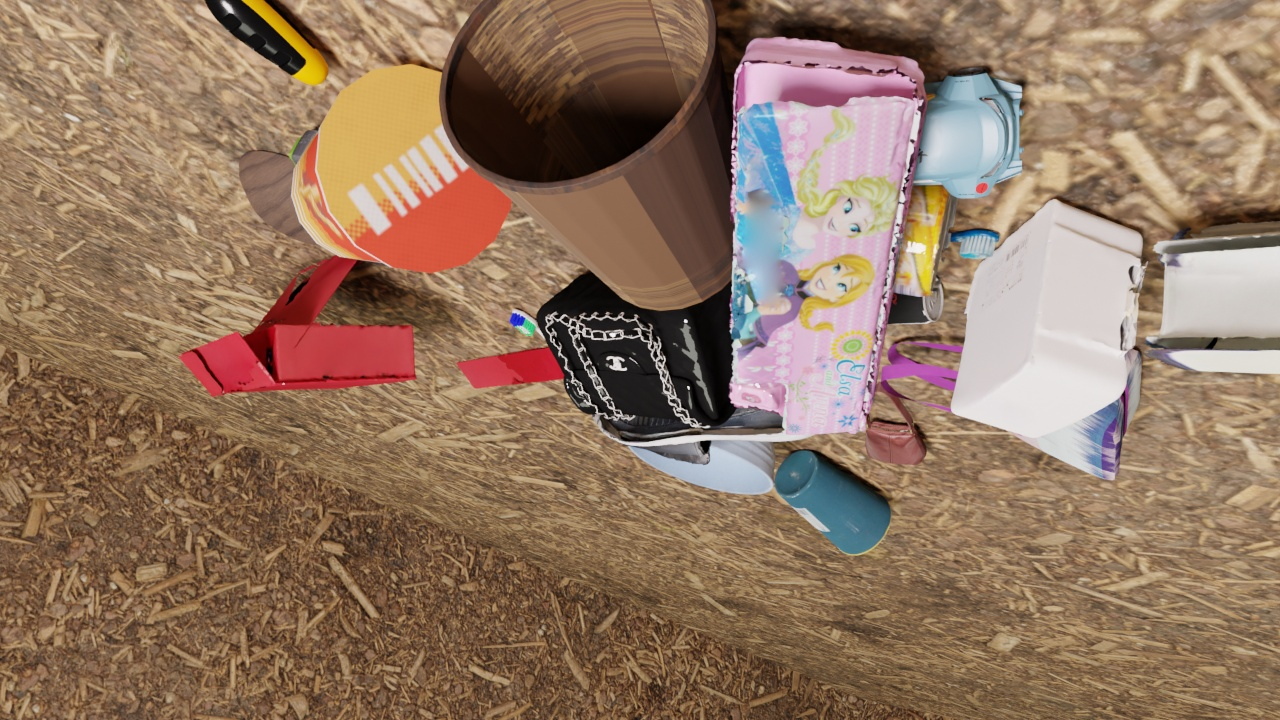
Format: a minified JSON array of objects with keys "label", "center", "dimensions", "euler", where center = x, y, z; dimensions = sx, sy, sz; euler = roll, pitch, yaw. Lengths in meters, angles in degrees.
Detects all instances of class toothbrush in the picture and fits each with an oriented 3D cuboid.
[{"label":"toothbrush","center":[-0.261,-0.229,0.524],"dimensions":[0.031,0.030,0.196],"euler":[-7,145,41]},{"label":"toothbrush","center":[-0.070,-0.001,0.941],"dimensions":[0.015,0.016,0.186],"euler":[1,152,40]},{"label":"toothbrush","center":[0.151,-0.071,0.568],"dimensions":[0.135,0.017,0.021],"euler":[5,153,34]}]

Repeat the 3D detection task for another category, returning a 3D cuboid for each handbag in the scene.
[{"label":"handbag","center":[0.352,-0.027,0.456],"dimensions":[0.151,0.074,0.175],"euler":[1,171,43]},{"label":"handbag","center":[0.220,0.054,0.814],"dimensions":[0.055,0.029,0.120],"euler":[6,150,27]},{"label":"handbag","center":[-0.004,0.004,0.714],"dimensions":[0.154,0.114,0.125],"euler":[1,122,35]},{"label":"handbag","center":[0.258,0.023,0.659],"dimensions":[0.170,0.068,0.144],"euler":[14,159,33]}]

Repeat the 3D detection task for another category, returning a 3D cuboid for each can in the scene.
[{"label":"can","center":[0.119,-0.075,0.515],"dimensions":[0.105,0.067,0.068],"euler":[12,158,19]},{"label":"can","center":[0.159,-0.040,0.618],"dimensions":[0.081,0.031,0.031],"euler":[0,152,41]}]

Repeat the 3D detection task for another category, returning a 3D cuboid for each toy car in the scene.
[{"label":"toy car","center":[0.126,-0.106,0.446],"dimensions":[0.108,0.027,0.060],"euler":[6,116,34]}]

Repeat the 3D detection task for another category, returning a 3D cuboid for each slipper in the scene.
[{"label":"slipper","center":[0.060,0.030,0.788],"dimensions":[0.264,0.111,0.063],"euler":[-7,154,42]}]

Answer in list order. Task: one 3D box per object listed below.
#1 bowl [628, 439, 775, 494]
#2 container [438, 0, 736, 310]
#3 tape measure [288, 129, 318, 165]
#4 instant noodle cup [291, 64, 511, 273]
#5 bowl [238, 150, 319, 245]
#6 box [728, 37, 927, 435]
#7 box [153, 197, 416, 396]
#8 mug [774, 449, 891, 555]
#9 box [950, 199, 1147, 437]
[{"label":"bowl","center":[0.069,0.071,0.915],"dimensions":[0.150,0.074,0.151],"euler":[18,159,7]},{"label":"container","center":[-0.006,-0.105,0.482],"dimensions":[0.132,0.132,0.167],"euler":[11,163,22]},{"label":"tape measure","center":[-0.227,-0.148,0.689],"dimensions":[0.059,0.035,0.065],"euler":[17,165,35]},{"label":"instant noodle cup","center":[-0.168,-0.117,0.608],"dimensions":[0.123,0.123,0.121],"euler":[32,163,-31]},{"label":"bowl","center":[-0.295,-0.131,0.793],"dimensions":[0.119,0.032,0.119],"euler":[17,159,6]},{"label":"box","center":[0.084,-0.041,0.466],"dimensions":[0.085,0.063,0.231],"euler":[14,140,18]},{"label":"box","center":[-0.417,-0.069,0.820],"dimensions":[0.425,0.127,0.213],"euler":[35,156,-30]},{"label":"mug","center":[0.206,0.152,1.001],"dimensions":[0.121,0.078,0.078],"euler":[36,154,-28]},{"label":"box","center":[0.244,-0.014,0.506],"dimensions":[0.102,0.107,0.103],"euler":[17,159,-3]}]
